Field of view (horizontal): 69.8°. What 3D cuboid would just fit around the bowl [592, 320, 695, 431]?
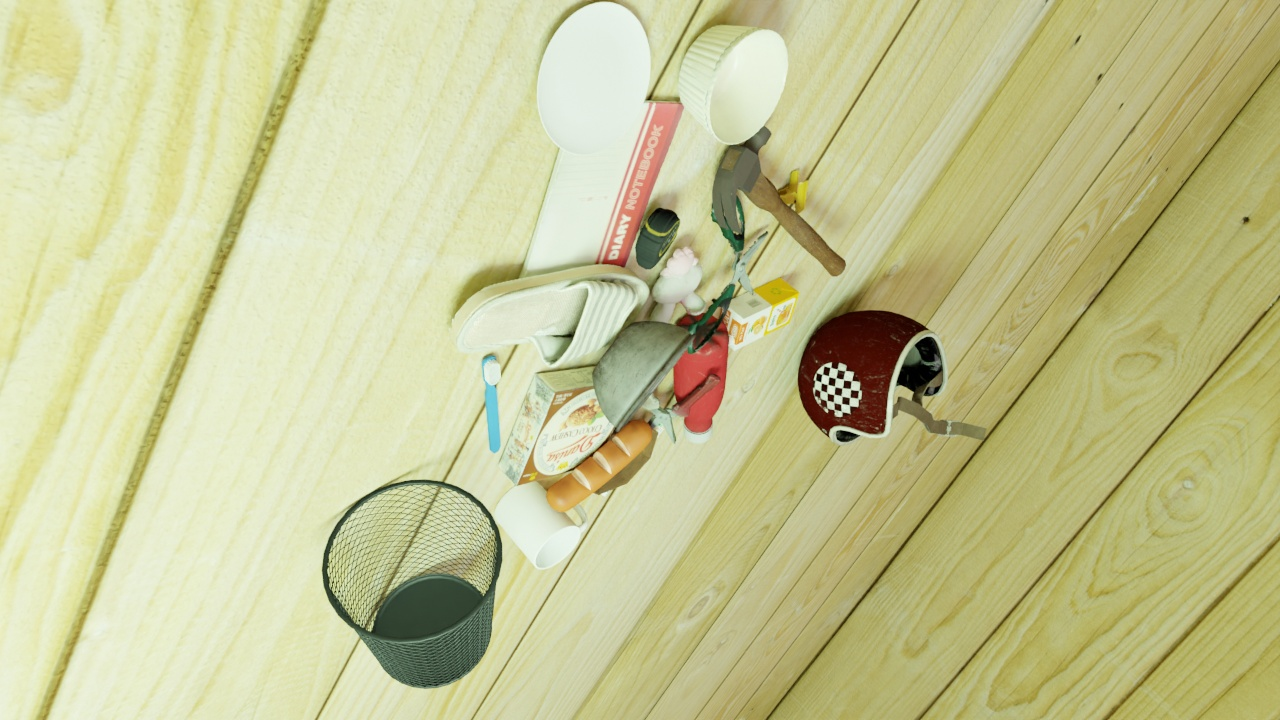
[{"bbox_3d":[-0.006,0.006,1.064,0.145,0.067,0.145,-51,176,-5],"label":"bowl"}]

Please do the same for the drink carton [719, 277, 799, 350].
[{"bbox_3d":[0.162,-0.065,1.292,0.122,0.040,0.059,-25,143,-33],"label":"drink carton"}]

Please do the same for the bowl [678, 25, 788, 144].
[{"bbox_3d":[0.086,-0.282,0.915,0.115,0.062,0.115,-32,142,-30],"label":"bowl"}]

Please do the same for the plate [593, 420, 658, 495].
[{"bbox_3d":[-0.036,0.130,1.278,0.131,0.025,0.131,-28,144,-23],"label":"plate"}]

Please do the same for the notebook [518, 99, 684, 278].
[{"bbox_3d":[-0.041,-0.169,0.943,0.152,0.012,0.209,-14,137,-44],"label":"notebook"}]

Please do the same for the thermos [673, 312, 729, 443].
[{"bbox_3d":[0.082,0.036,1.276,0.073,0.073,0.240,-33,147,-23],"label":"thermos"}]

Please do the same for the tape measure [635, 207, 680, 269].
[{"bbox_3d":[0.017,-0.139,1.014,0.061,0.034,0.061,-57,171,-27],"label":"tape measure"}]

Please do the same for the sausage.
[{"bbox_3d":[-0.051,0.135,1.173,0.164,0.039,0.044,-38,152,-17],"label":"sausage"}]

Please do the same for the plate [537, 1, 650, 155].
[{"bbox_3d":[-0.043,-0.252,0.826,0.134,0.011,0.135,-29,135,-34],"label":"plate"}]

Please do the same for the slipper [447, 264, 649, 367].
[{"bbox_3d":[-0.085,-0.046,0.980,0.272,0.054,0.115,-8,135,-50],"label":"slipper"}]

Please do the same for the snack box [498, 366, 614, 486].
[{"bbox_3d":[-0.090,0.077,1.138,0.142,0.041,0.147,-8,132,-48],"label":"snack box"}]

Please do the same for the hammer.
[{"bbox_3d":[0.186,-0.175,1.152,0.322,0.033,0.115,28,89,-52],"label":"hammer"}]

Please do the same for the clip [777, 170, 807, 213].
[{"bbox_3d":[0.192,-0.210,1.175,0.054,0.046,0.048,88,27,-52],"label":"clip"}]

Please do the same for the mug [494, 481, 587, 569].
[{"bbox_3d":[-0.121,0.209,1.204,0.110,0.090,0.074,-15,137,-43],"label":"mug"}]

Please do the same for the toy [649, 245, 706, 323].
[{"bbox_3d":[0.045,-0.091,1.119,0.079,0.038,0.123,-24,146,-20],"label":"toy"}]

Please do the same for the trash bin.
[{"bbox_3d":[-0.246,0.268,1.042,0.183,0.184,0.211,-31,152,-26],"label":"trash bin"}]

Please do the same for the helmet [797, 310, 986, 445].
[{"bbox_3d":[0.386,0.036,1.478,0.232,0.254,0.234,-26,119,-41],"label":"helmet"}]

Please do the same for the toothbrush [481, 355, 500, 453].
[{"bbox_3d":[-0.167,0.055,1.043,0.016,0.014,0.167,-29,146,-28],"label":"toothbrush"}]

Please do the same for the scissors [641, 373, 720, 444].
[{"bbox_3d":[0.033,0.052,1.238,0.179,0.015,0.199,37,138,-30],"label":"scissors"}]

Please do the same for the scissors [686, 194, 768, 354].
[{"bbox_3d":[0.101,-0.118,1.133,0.201,0.015,0.205,-53,144,-24],"label":"scissors"}]

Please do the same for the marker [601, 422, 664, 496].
[{"bbox_3d":[-0.009,0.139,1.337,0.145,0.017,0.017,-49,150,3],"label":"marker"}]
